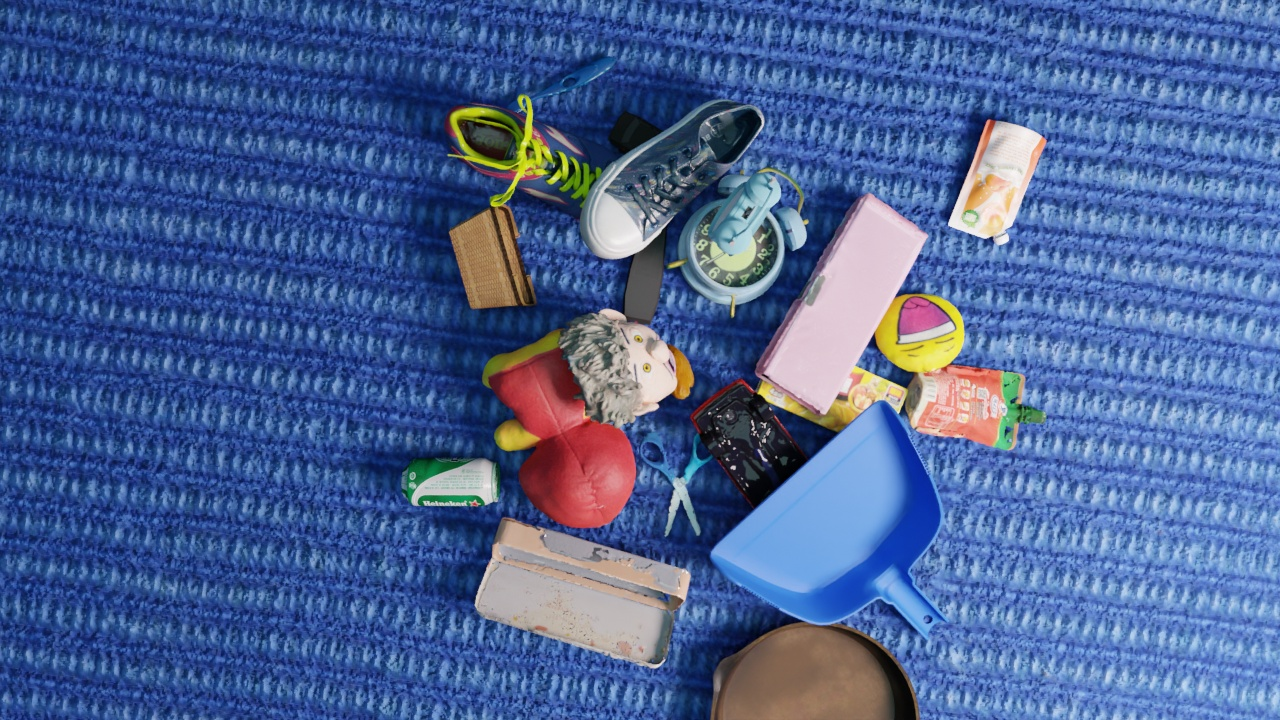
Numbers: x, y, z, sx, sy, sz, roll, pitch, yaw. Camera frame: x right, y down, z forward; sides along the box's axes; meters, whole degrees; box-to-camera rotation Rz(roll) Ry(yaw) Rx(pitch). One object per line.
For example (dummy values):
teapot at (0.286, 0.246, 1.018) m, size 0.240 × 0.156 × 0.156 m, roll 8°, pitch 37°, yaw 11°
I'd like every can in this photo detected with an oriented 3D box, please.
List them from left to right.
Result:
can at (-0.207, 0.133, 1.004) m, size 0.101 × 0.053 × 0.053 m, roll 0°, pitch 92°, yaw 0°

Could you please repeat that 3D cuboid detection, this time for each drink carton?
drink carton at (0.390, -0.193, 1.005) m, size 0.069 × 0.039 × 0.122 m, roll 19°, pitch 98°, yaw 0°

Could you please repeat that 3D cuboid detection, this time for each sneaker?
sneaker at (-0.097, -0.200, 0.972) m, size 0.242 × 0.091 × 0.116 m, roll 23°, pitch 89°, yaw -1°
sneaker at (0.034, -0.196, 0.947) m, size 0.235 × 0.079 × 0.087 m, roll -43°, pitch 108°, yaw -15°

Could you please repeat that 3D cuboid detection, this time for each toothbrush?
toothbrush at (-0.087, -0.302, 1.008) m, size 0.132 × 0.016 × 0.021 m, roll -26°, pitch 92°, yaw -2°

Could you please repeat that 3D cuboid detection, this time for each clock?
clock at (0.110, -0.135, 0.992) m, size 0.118 × 0.060 × 0.162 m, roll 35°, pitch 88°, yaw 0°
clock at (0.104, -0.141, 0.900) m, size 0.042 × 0.123 × 0.087 m, roll 33°, pitch 87°, yaw -10°

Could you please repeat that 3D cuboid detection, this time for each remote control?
remote control at (0.007, -0.103, 1.016) m, size 0.039 × 0.010 × 0.124 m, roll 11°, pitch 91°, yaw 0°

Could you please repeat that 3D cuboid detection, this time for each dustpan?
dustpan at (0.247, 0.212, 0.989) m, size 0.245 × 0.059 × 0.257 m, roll -43°, pitch 116°, yaw 4°

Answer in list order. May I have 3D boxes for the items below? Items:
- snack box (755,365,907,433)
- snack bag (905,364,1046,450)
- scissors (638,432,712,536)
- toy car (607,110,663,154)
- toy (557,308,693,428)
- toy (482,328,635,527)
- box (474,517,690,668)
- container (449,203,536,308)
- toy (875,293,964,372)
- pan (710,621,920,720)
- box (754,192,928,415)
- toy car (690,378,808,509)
snack box at (0.209, 0.035, 1.014) m, size 0.152 × 0.025 × 0.075 m, roll 24°, pitch 91°, yaw -1°
snack bag at (0.373, 0.050, 1.010) m, size 0.155 × 0.044 × 0.087 m, roll 9°, pitch 85°, yaw -5°
scissors at (0.033, 0.137, 1.027) m, size 0.103 × 0.015 × 0.133 m, roll 13°, pitch 96°, yaw -4°
toy car at (0.011, -0.234, 0.999) m, size 0.091 × 0.036 × 0.042 m, roll 31°, pitch 92°, yaw -1°
toy at (-0.006, 0.006, 0.955) m, size 0.076 × 0.175 × 0.132 m, roll -29°, pitch 68°, yaw 43°
toy at (-0.083, 0.079, 0.984) m, size 0.147 × 0.098 × 0.216 m, roll -24°, pitch 87°, yaw 8°
box at (-0.060, 0.239, 0.989) m, size 0.216 × 0.094 × 0.108 m, roll 17°, pitch 127°, yaw -1°
container at (-0.160, -0.107, 0.994) m, size 0.061 × 0.063 × 0.114 m, roll -15°, pitch 92°, yaw 8°
toy at (0.303, -0.031, 0.997) m, size 0.095 × 0.041 × 0.094 m, roll -13°, pitch 68°, yaw 0°
pan at (0.156, 0.451, 1.020) m, size 0.248 × 0.043 × 0.356 m, roll 31°, pitch 92°, yaw -1°
box at (0.216, -0.060, 0.991) m, size 0.098 × 0.046 × 0.232 m, roll 31°, pitch 83°, yaw -11°
toy car at (0.136, 0.112, 0.998) m, size 0.081 × 0.056 × 0.189 m, roll -37°, pitch 99°, yaw 0°
